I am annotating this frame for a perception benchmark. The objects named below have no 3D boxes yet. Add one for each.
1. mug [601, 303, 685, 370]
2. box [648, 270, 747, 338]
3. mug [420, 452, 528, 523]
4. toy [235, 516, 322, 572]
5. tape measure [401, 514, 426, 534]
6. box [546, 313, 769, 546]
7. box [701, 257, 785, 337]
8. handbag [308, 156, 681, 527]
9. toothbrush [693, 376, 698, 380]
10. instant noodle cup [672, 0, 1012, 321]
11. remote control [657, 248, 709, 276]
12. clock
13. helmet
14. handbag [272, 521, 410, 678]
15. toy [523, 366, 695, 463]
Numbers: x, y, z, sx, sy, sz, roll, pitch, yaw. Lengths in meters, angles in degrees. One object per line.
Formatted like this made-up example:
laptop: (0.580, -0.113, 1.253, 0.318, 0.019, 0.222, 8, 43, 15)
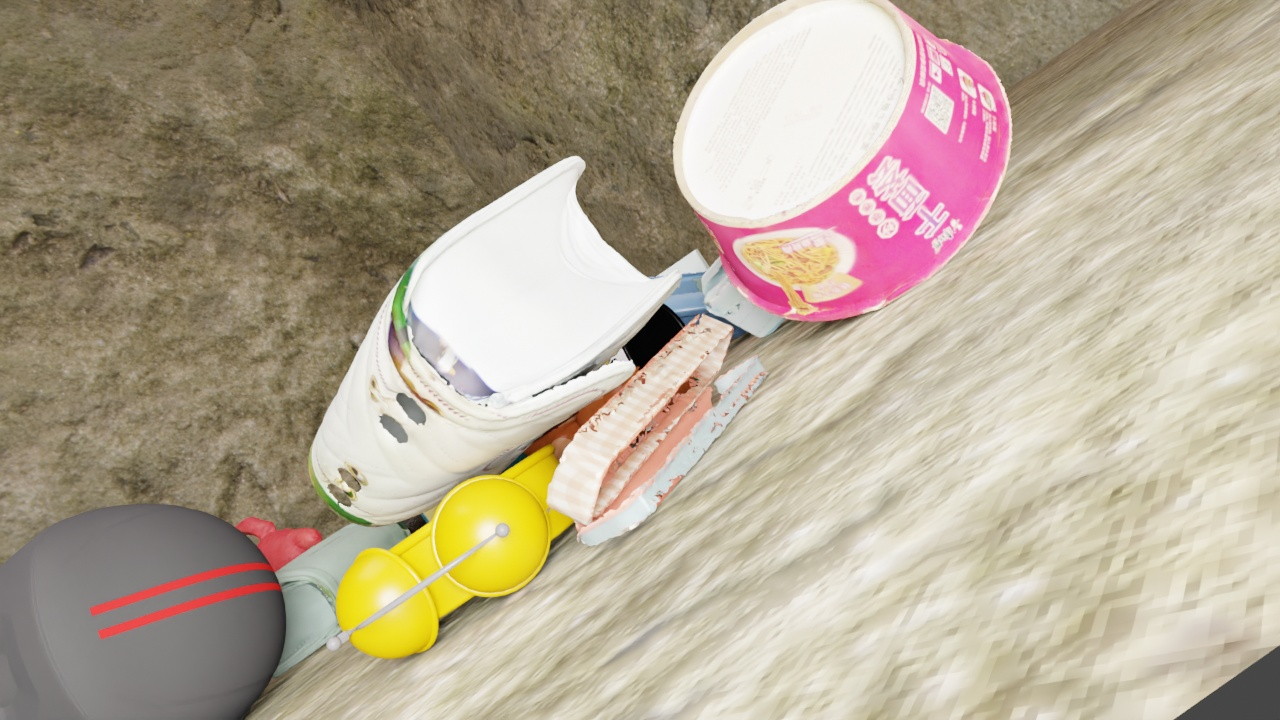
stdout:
mug: (-0.004, 0.004, 0.754, 0.117, 0.082, 0.098, -10, -18, -48)
box: (-0.009, -0.049, 0.799, 0.209, 0.077, 0.074, -7, -23, -4)
mug: (-0.161, 0.087, 0.831, 0.107, 0.113, 0.083, -34, -31, -6)
toy: (-0.326, 0.197, 0.832, 0.093, 0.133, 0.088, -48, 0, -37)
tape measure: (-0.228, 0.176, 0.867, 0.064, 0.037, 0.065, -34, 0, 3)
box: (0.018, 0.035, 0.441, 0.187, 0.062, 0.058, -43, -18, -56)
box: (0.129, -0.098, 0.641, 0.083, 0.066, 0.199, 17, -53, -43)
handbag: (-0.081, 0.007, 0.451, 0.141, 0.096, 0.199, -43, 4, -35)
toothbrush: (-0.035, 0.062, 0.693, 0.190, 0.017, 0.016, -34, 3, 22)
instant noodle cup: (0.093, -0.117, 0.486, 0.179, 0.178, 0.077, -34, -40, 25)
remote control: (0.008, -0.044, 0.871, 0.143, 0.049, 0.024, -34, 2, 17)
clock: (-0.082, 0.090, 0.440, 0.114, 0.052, 0.151, -35, -2, 9)
helmet: (-0.314, 0.175, 0.578, 0.169, 0.164, 0.265, -24, -11, -15)
handbag: (-0.252, 0.182, 0.739, 0.106, 0.067, 0.121, -33, 3, 19)
toy: (-0.023, 0.032, 0.612, 0.128, 0.065, 0.094, -27, 8, 32)
